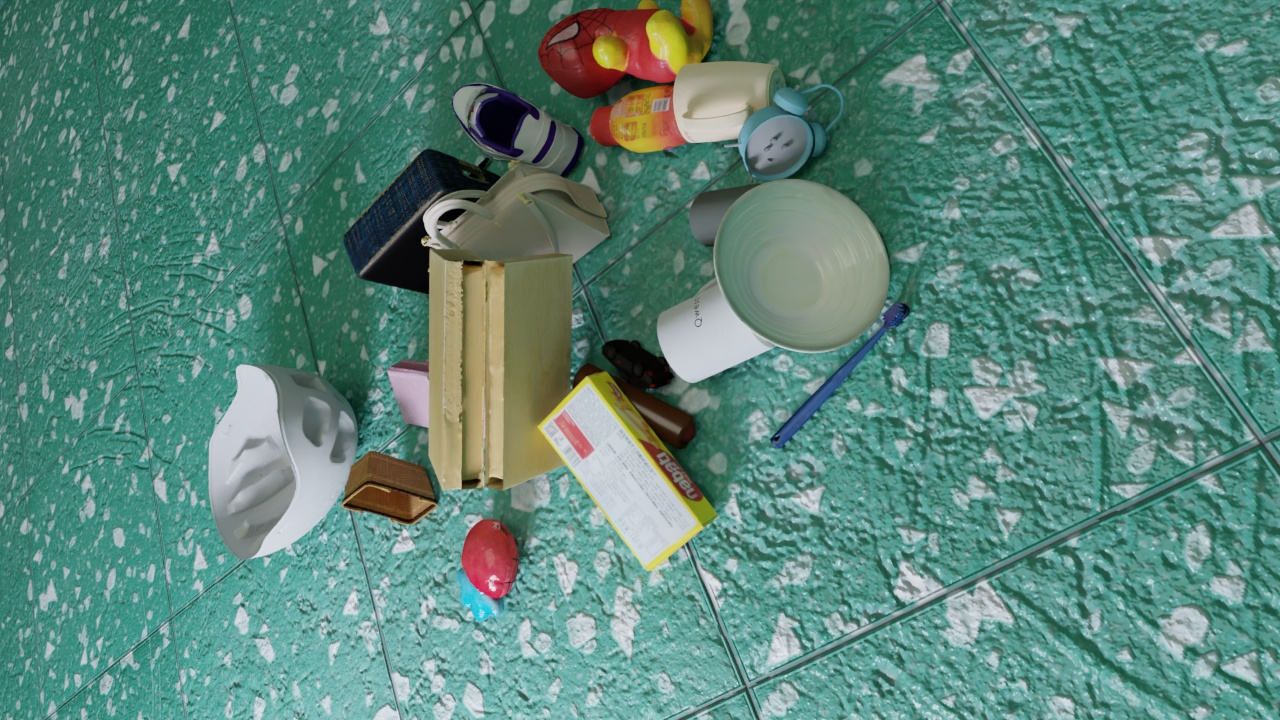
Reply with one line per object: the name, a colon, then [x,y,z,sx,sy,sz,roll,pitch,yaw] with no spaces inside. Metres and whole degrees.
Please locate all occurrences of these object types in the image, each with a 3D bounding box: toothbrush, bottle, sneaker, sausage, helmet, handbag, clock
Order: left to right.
helmet: [-0.518,0.147,1.297,0.224,0.183,0.282,38,97,41]
sneaker: [-0.191,-0.312,1.190,0.244,0.111,0.092,32,100,36]
handbag: [-0.167,-0.156,1.087,0.195,0.197,0.101,-33,63,27]
sausage: [-0.007,0.050,1.010,0.156,0.040,0.040,26,97,23]
bottle: [0.002,-0.282,1.079,0.134,0.048,0.071,3,85,37]
bottle: [0.109,-0.154,0.967,0.109,0.060,0.060,-2,80,37]
clock: [0.152,-0.232,0.931,0.123,0.087,0.042,-34,43,12]
toothbrush: [0.192,0.016,0.898,0.190,0.017,0.016,-50,57,18]

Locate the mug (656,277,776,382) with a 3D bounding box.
mug: [0.082,-0.046,0.962,0.097,0.083,0.119,-26,38,30]

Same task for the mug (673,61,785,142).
mug: [0.093,-0.272,0.977,0.104,0.111,0.085,3,125,28]

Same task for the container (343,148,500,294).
container: [-0.274,-0.174,1.203,0.188,0.145,0.071,-38,64,25]

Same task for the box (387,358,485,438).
box: [-0.219,0.044,1.190,0.233,0.080,0.099,4,118,38]

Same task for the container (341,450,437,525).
container: [-0.330,0.166,1.205,0.063,0.114,0.061,-36,49,26]

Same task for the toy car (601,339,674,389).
toy car: [-0.006,0.006,1.035,0.092,0.042,0.036,32,123,36]

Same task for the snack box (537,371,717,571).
snack box: [-0.015,0.116,0.977,0.092,0.042,0.200,-45,76,27]

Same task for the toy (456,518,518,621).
toy: [-0.185,0.255,1.110,0.092,0.062,0.133,46,127,46]

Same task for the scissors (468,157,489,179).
scissors: [-0.248,-0.229,1.278,0.131,0.018,0.109,-3,82,37]

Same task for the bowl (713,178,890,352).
bowl: [0.150,-0.085,0.897,0.058,0.176,0.176,124,142,-71]

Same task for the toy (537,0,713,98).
toy: [-0.024,-0.366,1.074,0.217,0.147,0.099,2,116,35]

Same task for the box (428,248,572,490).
box: [-0.164,0.007,1.010,0.179,0.141,0.249,2,103,0]
